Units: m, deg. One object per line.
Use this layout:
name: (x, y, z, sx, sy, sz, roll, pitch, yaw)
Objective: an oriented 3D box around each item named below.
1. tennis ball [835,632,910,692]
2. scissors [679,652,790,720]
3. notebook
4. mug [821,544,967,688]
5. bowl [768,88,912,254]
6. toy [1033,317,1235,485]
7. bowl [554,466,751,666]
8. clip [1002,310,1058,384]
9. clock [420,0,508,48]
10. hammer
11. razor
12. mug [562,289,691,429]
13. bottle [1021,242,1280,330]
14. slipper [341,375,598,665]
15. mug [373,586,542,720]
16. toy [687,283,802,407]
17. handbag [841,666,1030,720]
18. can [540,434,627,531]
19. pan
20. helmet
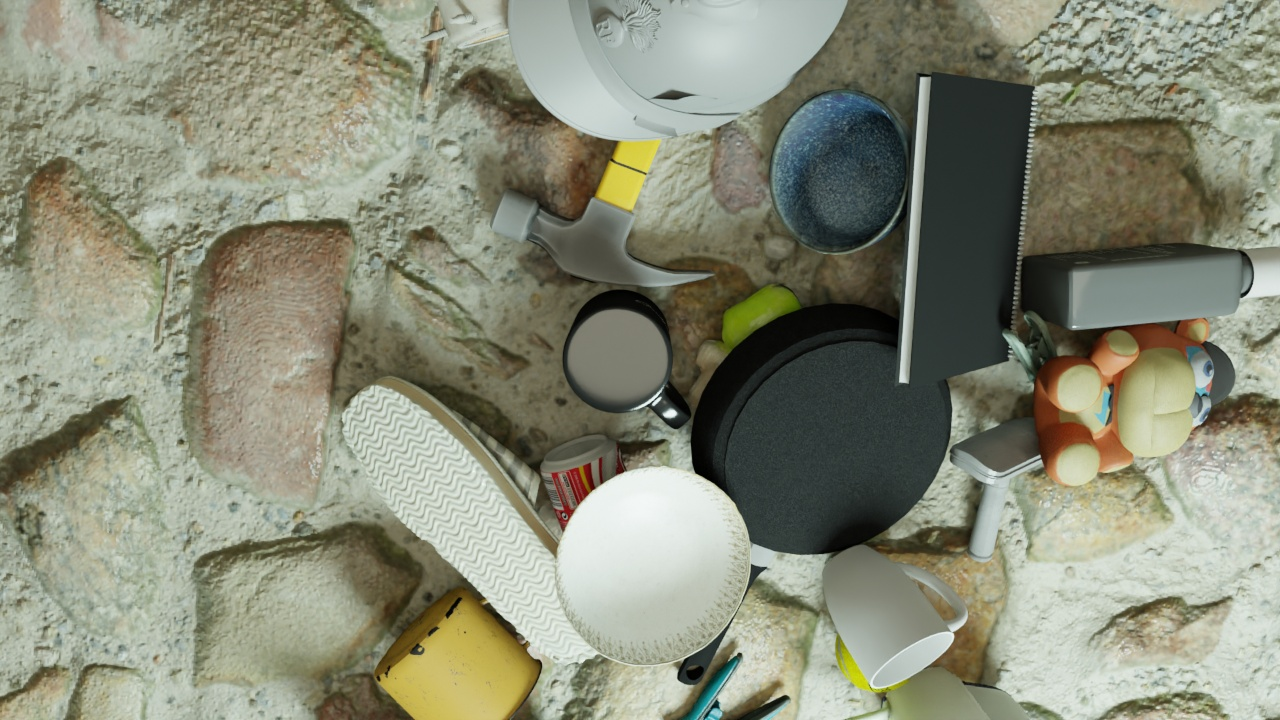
tennis ball: (0.192, 0.236, 0.747, 0.065, 0.065, 0.065, 0, 102, 0)
scissors: (0.064, 0.312, 0.789, 0.124, 0.019, 0.156, 5, 104, 1)
notebook: (0.234, -0.092, 0.654, 0.148, 0.016, 0.207, -10, 106, -41)
mug: (0.196, 0.186, 0.703, 0.107, 0.089, 0.071, -10, 138, -25)
bowl: (0.157, -0.134, 0.663, 0.114, 0.060, 0.114, 9, 102, 45)
toy: (0.365, 0.023, 0.685, 0.175, 0.096, 0.112, -22, 113, -29)
bowl: (0.002, 0.142, 0.669, 0.145, 0.063, 0.145, -2, 96, -17)
clip: (0.302, -0.007, 0.702, 0.043, 0.023, 0.076, -41, 129, 7)
clock: (-0.072, -0.256, 0.636, 0.156, 0.103, 0.061, -25, 109, -20)
hammer: (0.023, -0.206, 0.674, 0.170, 0.034, 0.325, 22, 100, -5)
razor: (0.279, 0.110, 0.728, 0.088, 0.047, 0.116, -16, 123, -29)
mug: (-0.004, 0.004, 0.687, 0.078, 0.088, 0.113, -42, 99, 8)
bottle: (0.383, -0.058, 0.675, 0.174, 0.083, 0.046, -5, 102, 0)
slipper: (-0.121, 0.122, 0.714, 0.272, 0.053, 0.115, 47, 126, 2)
mug: (-0.139, 0.239, 0.738, 0.123, 0.101, 0.094, -44, 97, -14)
toy: (0.090, 0.002, 0.710, 0.092, 0.043, 0.118, 41, 103, -12)
handbag: (0.229, 0.304, 0.719, 0.176, 0.151, 0.074, 6, 102, 0)
can: (-0.034, 0.116, 0.724, 0.064, 0.064, 0.105, -18, 101, 4)
pan: (0.111, 0.125, 0.718, 0.204, 0.044, 0.356, 18, 108, -20)
helmet: (0.057, -0.240, 0.578, 0.270, 0.118, 0.183, -29, 114, -16)
